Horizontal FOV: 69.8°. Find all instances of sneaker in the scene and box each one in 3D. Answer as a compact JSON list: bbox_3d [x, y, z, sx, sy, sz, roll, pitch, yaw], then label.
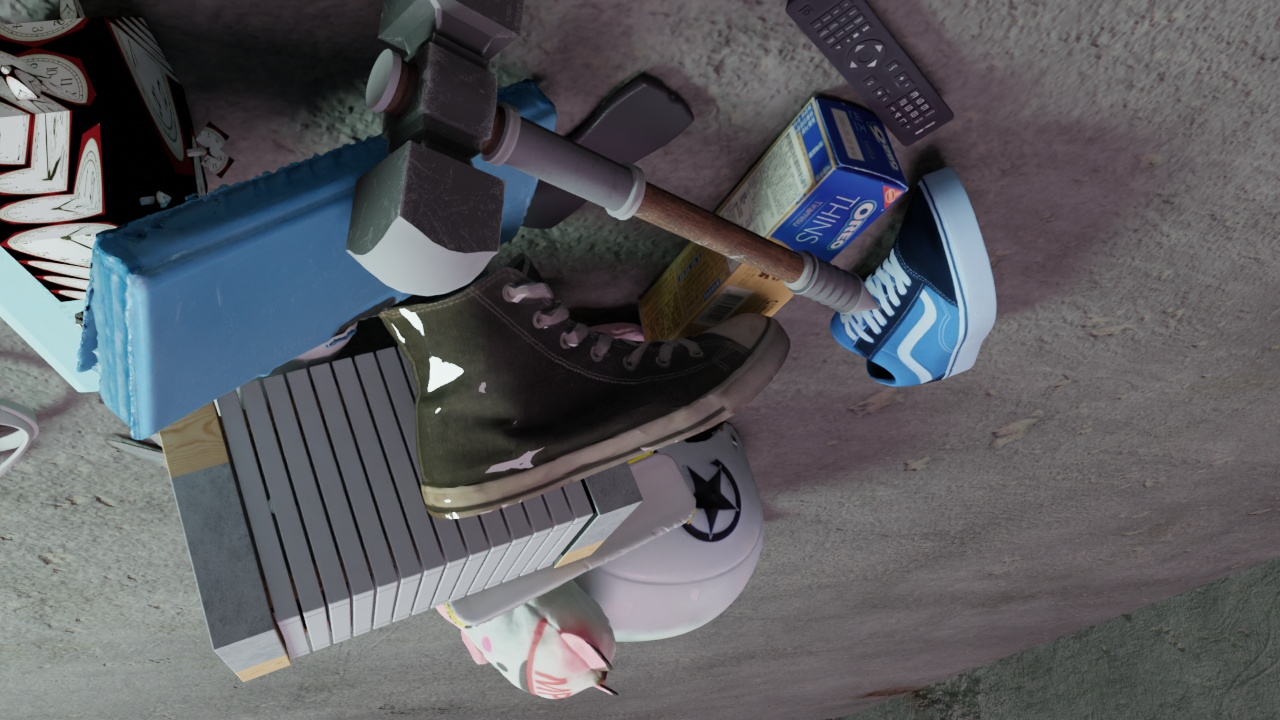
[{"bbox_3d":[0.184,-0.037,0.642,0.098,0.083,0.241,-16,153,7],"label":"sneaker"},{"bbox_3d":[-0.024,-0.010,0.519,0.234,0.120,0.095,-18,-168,-16],"label":"sneaker"}]

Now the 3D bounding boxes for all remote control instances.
[{"bbox_3d":[0.121,-0.156,0.477,0.032,0.015,0.136,-30,144,29],"label":"remote control"},{"bbox_3d":[-0.029,-0.111,0.506,0.125,0.009,0.046,-31,146,30],"label":"remote control"}]

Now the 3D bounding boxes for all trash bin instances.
[{"bbox_3d":[-0.152,0.082,0.592,0.246,0.142,0.143,-16,161,-23],"label":"trash bin"}]

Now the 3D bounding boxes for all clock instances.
[{"bbox_3d":[-0.214,-0.070,0.394,0.065,0.114,0.155,-8,133,-7],"label":"clock"}]

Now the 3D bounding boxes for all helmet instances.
[{"bbox_3d":[-0.009,0.176,0.850,0.263,0.163,0.237,-1,149,-29],"label":"helmet"}]

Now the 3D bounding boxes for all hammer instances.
[{"bbox_3d":[0.021,-0.069,0.446,0.321,0.155,0.043,17,158,-39],"label":"hammer"}]

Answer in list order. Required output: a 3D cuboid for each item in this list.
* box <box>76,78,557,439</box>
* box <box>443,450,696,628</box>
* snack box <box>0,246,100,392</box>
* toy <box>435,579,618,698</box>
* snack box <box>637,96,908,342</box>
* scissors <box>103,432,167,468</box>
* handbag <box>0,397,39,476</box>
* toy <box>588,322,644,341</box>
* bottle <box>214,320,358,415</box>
[{"bbox_3d":[-0.129,-0.059,0.402,0.230,0.048,0.093,-40,161,-45],"label":"box"},{"bbox_3d":[-0.069,0.109,0.707,0.209,0.129,0.039,-21,151,-25],"label":"box"},{"bbox_3d":[-0.280,-0.058,0.441,0.053,0.075,0.175,-8,150,-9],"label":"snack box"},{"bbox_3d":[-0.107,0.199,0.739,0.213,0.084,0.142,29,142,18],"label":"toy"},{"bbox_3d":[0.074,-0.068,0.571,0.057,0.056,0.207,9,145,-28],"label":"snack box"},{"bbox_3d":[-0.323,0.096,0.757,0.162,0.016,0.226,-14,149,3],"label":"scissors"},{"bbox_3d":[-0.496,0.059,0.556,0.222,0.095,0.216,-12,153,-11],"label":"handbag"},{"bbox_3d":[-0.004,0.004,0.674,0.093,0.050,0.103,-5,150,-8],"label":"toy"},{"bbox_3d":[-0.211,-0.015,0.564,0.052,0.052,0.196,14,142,-38],"label":"bottle"}]
